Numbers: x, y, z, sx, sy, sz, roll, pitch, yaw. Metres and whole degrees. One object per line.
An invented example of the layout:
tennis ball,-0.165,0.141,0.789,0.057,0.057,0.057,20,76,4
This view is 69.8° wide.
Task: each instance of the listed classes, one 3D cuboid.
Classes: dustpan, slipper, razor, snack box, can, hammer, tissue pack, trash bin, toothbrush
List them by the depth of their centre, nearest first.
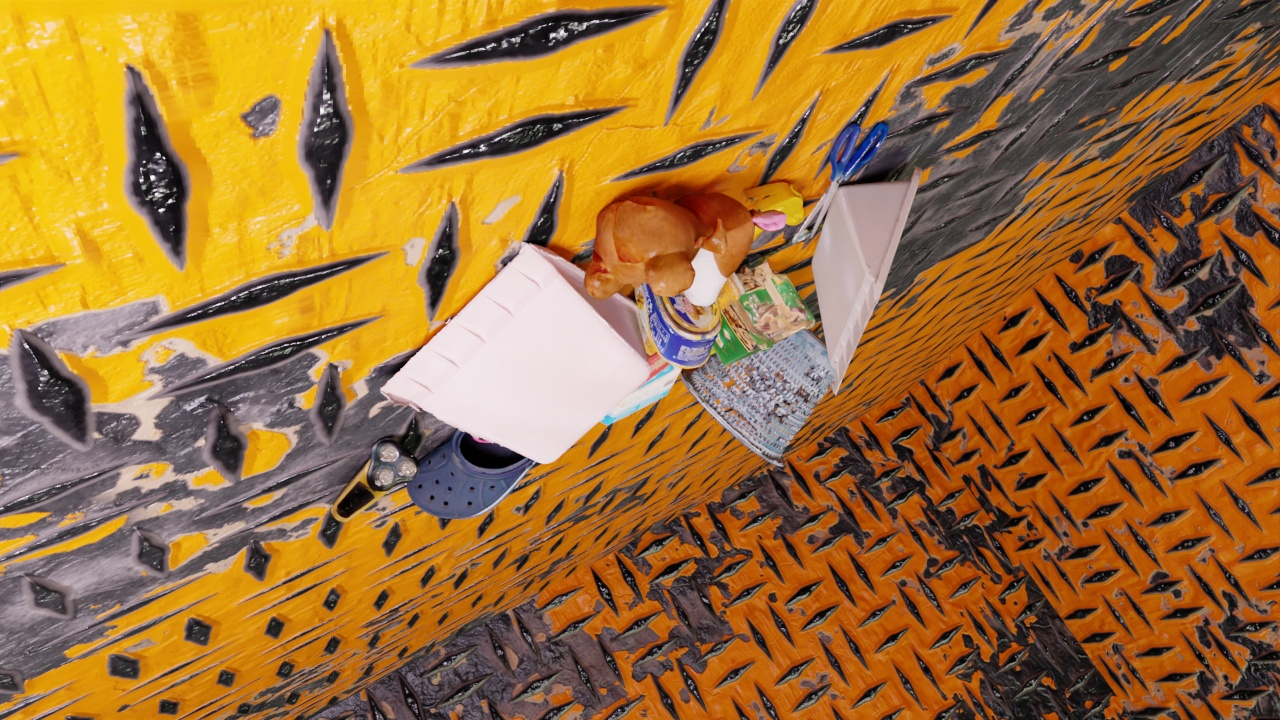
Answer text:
can,0.040,-0.063,0.972,0.074,0.148,0.049,-1,140,-18
dustpan,-0.111,-0.009,0.983,0.223,0.138,0.273,-39,125,15
hammer,0.062,-0.109,1.081,0.301,0.033,0.128,-36,163,12
razor,-0.327,0.152,1.101,0.168,0.062,0.067,-38,-164,39
can,0.056,-0.067,1.147,0.146,0.058,0.058,-33,164,1
slipper,-0.190,0.118,1.151,0.253,0.105,0.095,-38,171,11
snack box,-0.007,0.007,1.188,0.075,0.025,0.152,-10,-167,30
dustpan,0.315,-0.123,1.192,0.142,0.257,0.223,-5,149,-5
toothbrush,0.222,-0.172,1.232,0.185,0.012,0.017,-30,153,-7
snack box,0.149,-0.055,1.262,0.118,0.117,0.106,-22,165,-35
tissue pack,-0.010,0.030,1.306,0.139,0.063,0.090,-27,162,-25
trash bin,0.211,0.025,1.487,0.195,0.226,0.226,-49,161,9

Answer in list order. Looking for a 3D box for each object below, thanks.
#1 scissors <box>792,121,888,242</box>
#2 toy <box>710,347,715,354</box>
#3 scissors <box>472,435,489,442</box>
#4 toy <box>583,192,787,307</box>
scissors,0.235,-0.213,1.075,0.155,0.012,0.166,-37,154,-13
toy,0.107,-0.029,1.410,0.096,0.031,0.100,-35,168,-3
scissors,-0.138,0.071,1.102,0.133,0.017,0.054,-12,137,-16
toy,0.045,-0.109,0.901,0.140,0.130,0.199,3,-159,38
